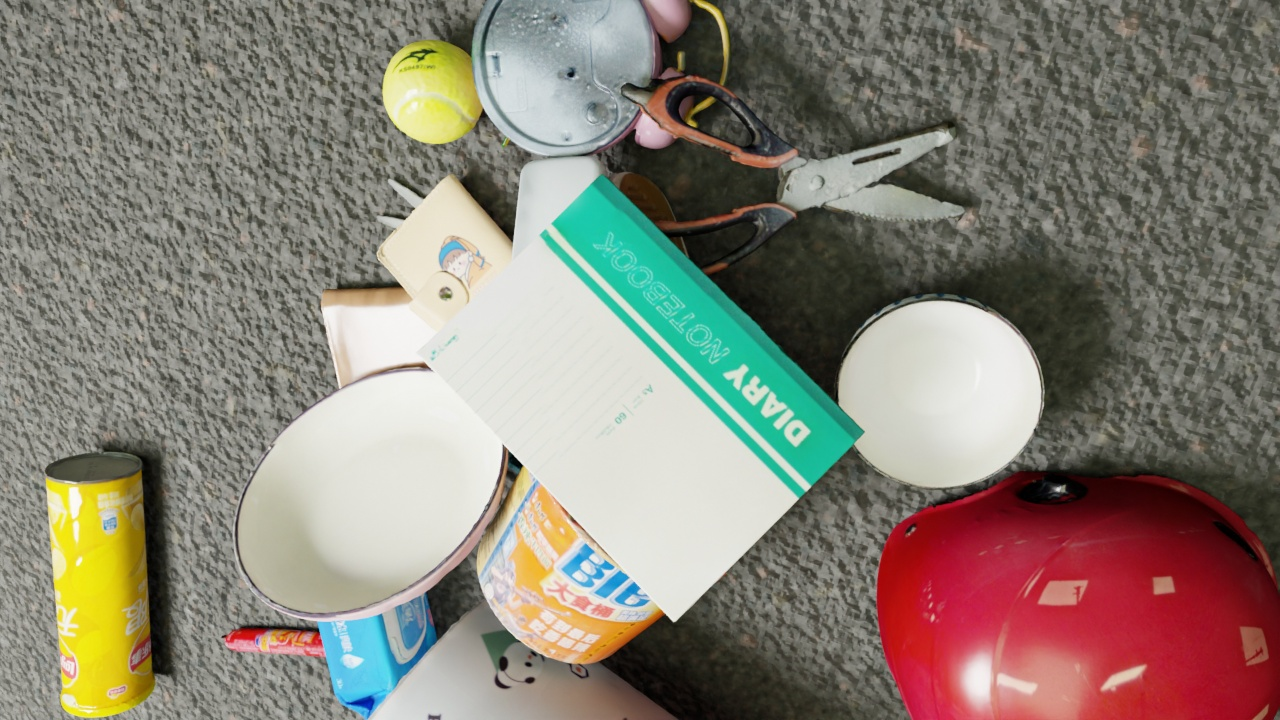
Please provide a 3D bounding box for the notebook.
[{"bbox_3d":[-0.001,0.018,0.514,0.150,0.012,0.209,-45,85,-1],"label":"notebook"}]

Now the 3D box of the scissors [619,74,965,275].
[{"bbox_3d":[0.080,-0.106,0.543,0.224,0.015,0.189,37,88,-6],"label":"scissors"}]

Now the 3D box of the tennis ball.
[{"bbox_3d":[-0.135,-0.175,0.599,0.065,0.065,0.065,3,104,14],"label":"tennis ball"}]

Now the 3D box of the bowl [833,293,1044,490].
[{"bbox_3d":[0.179,0.013,0.560,0.116,0.066,0.116,4,105,14],"label":"bowl"}]

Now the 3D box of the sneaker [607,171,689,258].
[{"bbox_3d":[-0.003,0.003,0.586,0.088,0.118,0.241,-23,77,36],"label":"sneaker"}]

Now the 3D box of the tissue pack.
[{"bbox_3d":[-0.196,0.186,0.688,0.052,0.094,0.157,-7,101,10],"label":"tissue pack"}]

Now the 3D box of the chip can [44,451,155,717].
[{"bbox_3d":[-0.451,0.187,0.769,0.072,0.072,0.213,8,104,13],"label":"chip can"}]

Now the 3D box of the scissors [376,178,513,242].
[{"bbox_3d":[-0.112,-0.067,0.648,0.170,0.012,0.144,-3,101,17],"label":"scissors"}]

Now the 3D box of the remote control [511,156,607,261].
[{"bbox_3d":[-0.051,-0.056,0.550,0.056,0.020,0.136,0,80,20],"label":"remote control"}]

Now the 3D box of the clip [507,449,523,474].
[{"bbox_3d":[-0.097,0.065,0.675,0.055,0.013,0.037,40,110,2],"label":"clip"}]

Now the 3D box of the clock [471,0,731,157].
[{"bbox_3d":[-0.023,-0.187,0.571,0.159,0.059,0.117,0,102,17],"label":"clock"}]

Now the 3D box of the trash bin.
[{"bbox_3d":[-0.060,0.308,0.621,0.252,0.229,0.230,38,109,10],"label":"trash bin"}]

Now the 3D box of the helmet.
[{"bbox_3d":[0.264,0.176,0.539,0.240,0.143,0.207,-21,95,18],"label":"helmet"}]

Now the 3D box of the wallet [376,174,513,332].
[{"bbox_3d":[-0.122,-0.057,0.631,0.087,0.024,0.115,-43,88,14],"label":"wallet"}]

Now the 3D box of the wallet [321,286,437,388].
[{"bbox_3d":[-0.180,0.001,0.680,0.101,0.020,0.115,0,106,14],"label":"wallet"}]

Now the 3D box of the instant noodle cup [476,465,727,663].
[{"bbox_3d":[-0.030,0.118,0.605,0.151,0.151,0.112,40,118,3],"label":"instant noodle cup"}]

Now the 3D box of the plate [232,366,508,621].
[{"bbox_3d":[-0.175,0.090,0.616,0.193,0.192,0.039,-4,140,16],"label":"plate"}]

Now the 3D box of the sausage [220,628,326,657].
[{"bbox_3d":[-0.282,0.235,0.762,0.156,0.020,0.020,-1,103,15],"label":"sausage"}]
